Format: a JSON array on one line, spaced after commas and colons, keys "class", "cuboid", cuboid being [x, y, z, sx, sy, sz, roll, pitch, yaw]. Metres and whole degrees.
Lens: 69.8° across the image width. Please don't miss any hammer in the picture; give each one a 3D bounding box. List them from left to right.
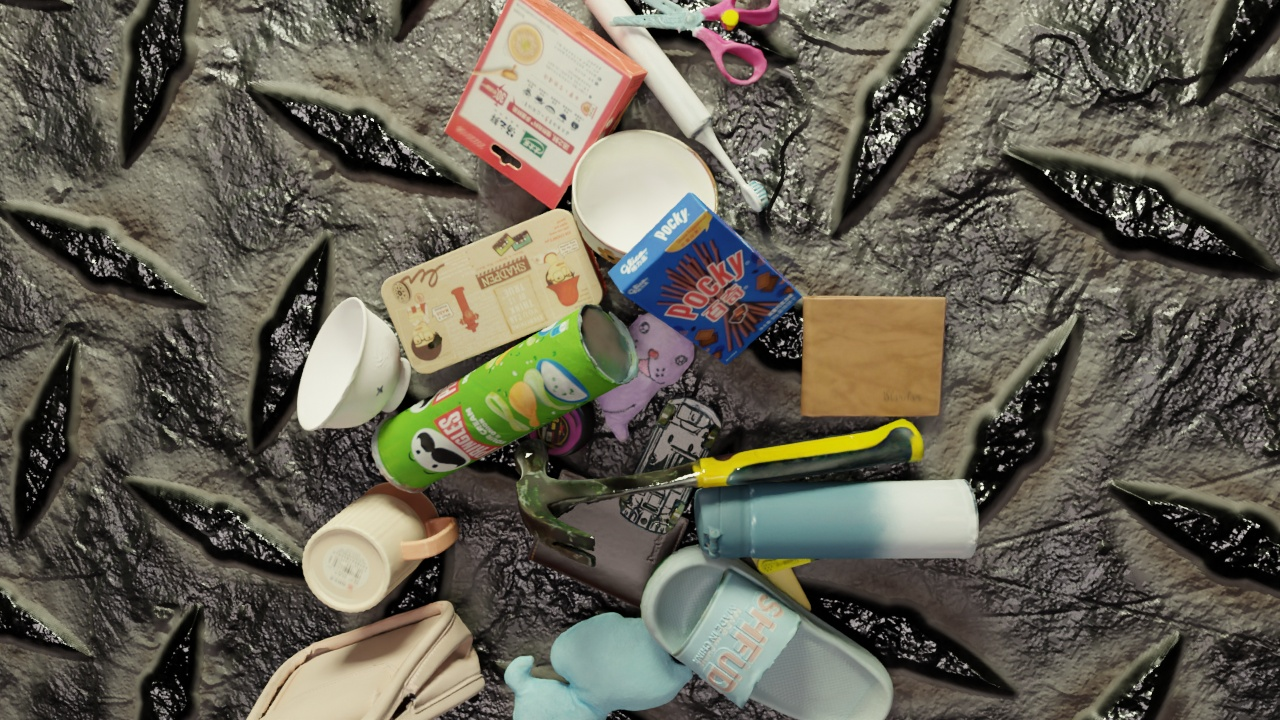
[{"class": "hammer", "cuboid": [0.065, 0.089, 0.721, 0.323, 0.126, 0.032, -8, 125, -6]}]

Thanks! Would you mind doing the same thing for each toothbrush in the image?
[{"class": "toothbrush", "cuboid": [0.030, -0.208, 0.728, 0.026, 0.027, 0.221, -40, 93, -27]}]

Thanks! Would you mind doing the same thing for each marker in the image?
[{"class": "marker", "cuboid": [0.159, 0.158, 0.778, 0.124, 0.015, 0.018, -17, 98, 4]}]

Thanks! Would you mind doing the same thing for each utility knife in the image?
[{"class": "utility knife", "cuboid": [0.109, 0.173, 0.795, 0.031, 0.019, 0.173, -27, 95, 17]}]

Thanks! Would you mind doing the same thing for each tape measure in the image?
[{"class": "tape measure", "cuboid": [-0.068, 0.054, 0.789, 0.058, 0.039, 0.057, -10, 92, 17]}]

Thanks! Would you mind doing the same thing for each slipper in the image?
[{"class": "slipper", "cuboid": [0.107, 0.250, 0.771, 0.245, 0.074, 0.104, 32, 106, -8]}]

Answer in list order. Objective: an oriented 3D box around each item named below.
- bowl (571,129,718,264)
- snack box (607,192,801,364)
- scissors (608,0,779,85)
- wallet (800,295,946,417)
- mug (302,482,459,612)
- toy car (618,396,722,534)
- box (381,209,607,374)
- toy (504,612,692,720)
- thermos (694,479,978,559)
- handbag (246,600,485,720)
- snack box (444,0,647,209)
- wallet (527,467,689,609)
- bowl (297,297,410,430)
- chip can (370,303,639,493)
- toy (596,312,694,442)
[{"class": "bowl", "cuboid": [-0.001, -0.117, 0.723, 0.113, 0.062, 0.113, 4, 67, -9]}, {"class": "snack box", "cuboid": [0.053, -0.057, 0.699, 0.085, 0.157, 0.026, -43, 51, 14]}, {"class": "scissors", "cuboid": [0.041, -0.253, 0.711, 0.137, 0.017, 0.096, -3, 95, -3]}, {"class": "wallet", "cuboid": [0.189, -0.003, 0.748, 0.115, 0.020, 0.101, 0, 102, 6]}, {"class": "mug", "cuboid": [-0.219, 0.160, 0.799, 0.115, 0.105, 0.082, -6, 100, 10]}, {"class": "toy car", "cuboid": [0.025, 0.089, 0.782, 0.054, 0.037, 0.120, 25, 92, 2]}, {"class": "box", "cuboid": [-0.116, -0.056, 0.763, 0.168, 0.079, 0.091, -21, 96, 6]}, {"class": "toy", "cuboid": [-0.039, 0.282, 0.822, 0.161, 0.049, 0.156, 17, 107, 2]}, {"class": "thermos", "cuboid": [0.154, 0.127, 0.743, 0.220, 0.070, 0.070, 0, 101, 3]}, {"class": "handbag", "cuboid": [-0.252, 0.305, 0.767, 0.193, 0.234, 0.093, -23, 95, 12]}, {"class": "snack box", "cuboid": [-0.076, -0.205, 0.729, 0.113, 0.044, 0.127, 36, 119, 1]}, {"class": "wallet", "cuboid": [-0.029, 0.159, 0.815, 0.122, 0.020, 0.096, 23, 103, 2]}, {"class": "bowl", "cuboid": [-0.238, 0.012, 0.788, 0.064, 0.118, 0.118, 23, 107, -37]}, {"class": "chip can", "cuboid": [-0.114, 0.034, 0.748, 0.237, 0.072, 0.072, -28, 96, 27]}, {"class": "toy", "cuboid": [-0.005, 0.004, 0.769, 0.108, 0.039, 0.084, -42, 95, 15]}]
